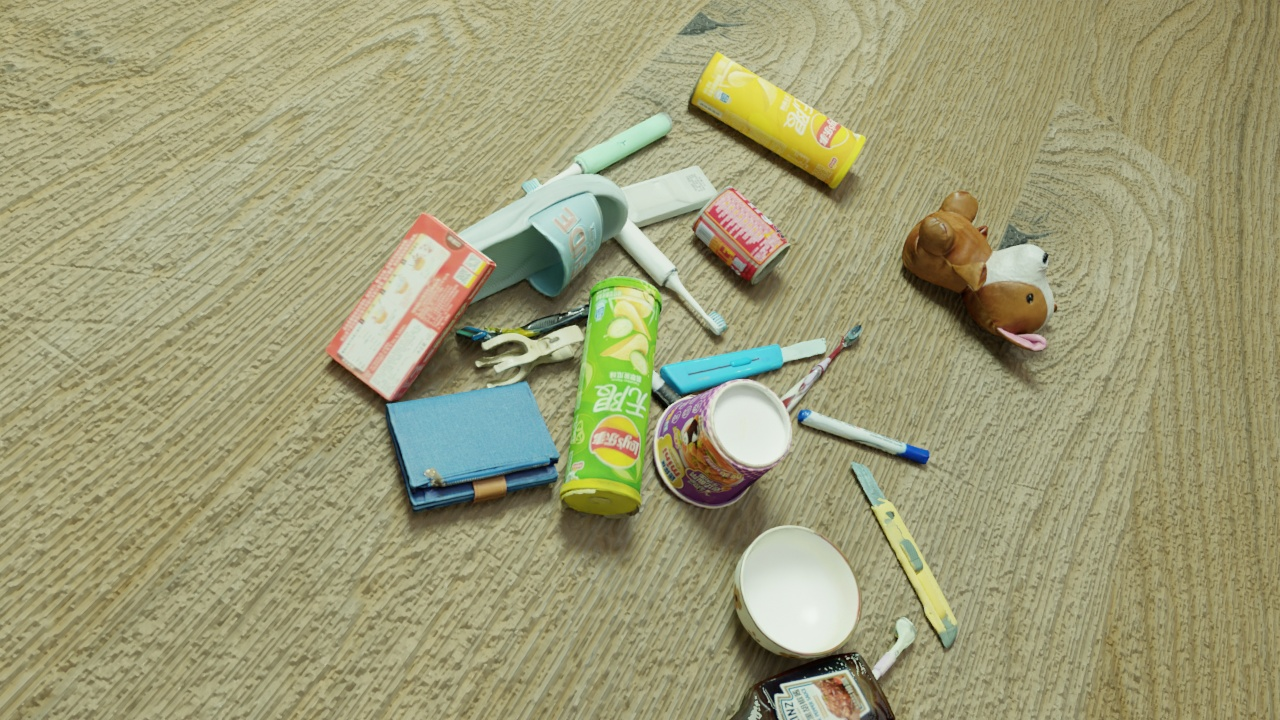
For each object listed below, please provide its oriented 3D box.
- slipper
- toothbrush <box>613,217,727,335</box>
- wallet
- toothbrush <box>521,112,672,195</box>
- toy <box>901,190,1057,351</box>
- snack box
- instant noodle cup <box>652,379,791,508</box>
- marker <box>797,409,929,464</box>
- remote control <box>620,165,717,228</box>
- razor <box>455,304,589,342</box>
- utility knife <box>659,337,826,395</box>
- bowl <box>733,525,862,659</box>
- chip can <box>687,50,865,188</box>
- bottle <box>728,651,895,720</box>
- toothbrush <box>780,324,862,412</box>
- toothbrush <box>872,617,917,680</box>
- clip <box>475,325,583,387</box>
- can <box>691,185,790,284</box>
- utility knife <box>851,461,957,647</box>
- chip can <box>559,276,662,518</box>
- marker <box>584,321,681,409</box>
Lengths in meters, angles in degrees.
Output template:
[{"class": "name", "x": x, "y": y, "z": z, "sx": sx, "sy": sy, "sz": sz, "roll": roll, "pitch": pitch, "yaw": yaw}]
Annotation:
[{"class": "slipper", "x": -0.104, "y": -0.103, "z": 0.885, "sx": 0.244, "sy": 0.104, "sz": 0.074, "roll": -31, "pitch": 68, "yaw": -27}, {"class": "toothbrush", "x": 0.011, "y": -0.108, "z": 0.975, "sx": 0.026, "sy": 0.027, "sz": 0.221, "roll": -40, "pitch": 78, "yaw": -16}, {"class": "wallet", "x": -0.146, "y": 0.073, "z": 0.801, "sx": 0.132, "sy": 0.040, "sz": 0.106, "roll": -10, "pitch": 55, "yaw": -25}, {"class": "toothbrush", "x": -0.045, "y": -0.228, "z": 1.028, "sx": 0.223, "sy": 0.027, "sz": 0.027, "roll": -36, "pitch": 99, "yaw": -33}, {"class": "toy", "x": 0.408, "y": -0.104, "z": 1.071, "sx": 0.199, "sy": 0.131, "sz": 0.139, "roll": 48, "pitch": 50, "yaw": 0}, {"class": "snack box", "x": -0.201, "y": -0.046, "z": 0.803, "sx": 0.075, "sy": 0.025, "sz": 0.153, "roll": 37, "pitch": 95, "yaw": 4}, {"class": "instant noodle cup", "x": 0.078, "y": 0.071, "z": 0.838, "sx": 0.111, "sy": 0.099, "sz": 0.111, "roll": 7, "pitch": 68, "yaw": -18}, {"class": "marker", "x": 0.231, "y": 0.079, "z": 0.950, "sx": 0.145, "sy": 0.017, "sz": 0.016, "roll": 19, "pitch": 55, "yaw": -9}, {"class": "remote control", "x": 0.027, "y": -0.185, "z": 1.030, "sx": 0.124, "sy": 0.024, "sz": 0.049, "roll": -23, "pitch": 71, "yaw": -31}, {"class": "razor", "x": -0.105, "y": -0.033, "z": 0.890, "sx": 0.142, "sy": 0.043, "sz": 0.022, "roll": -16, "pitch": 108, "yaw": -32}, {"class": "utility knife", "x": 0.114, "y": 0.001, "z": 0.954, "sx": 0.206, "sy": 0.018, "sz": 0.034, "roll": -13, "pitch": 65, "yaw": -28}, {"class": "bowl", "x": 0.129, "y": 0.209, "z": 0.805, "sx": 0.113, "sy": 0.062, "sz": 0.113, "roll": 9, "pitch": 56, "yaw": -14}, {"class": "chip can", "x": 0.165, "y": -0.292, "z": 1.119, "sx": 0.213, "sy": 0.072, "sz": 0.071, "roll": 30, "pitch": 54, "yaw": 0}, {"class": "bottle", "x": 0.107, "y": 0.301, "z": 0.742, "sx": 0.194, "sy": 0.044, "sz": 0.079, "roll": -14, "pitch": 56, "yaw": -19}, {"class": "toothbrush", "x": 0.186, "y": 0.014, "z": 0.972, "sx": 0.016, "sy": 0.017, "sz": 0.187, "roll": 44, "pitch": 55, "yaw": 9}, {"class": "toothbrush", "x": 0.184, "y": 0.294, "z": 0.801, "sx": 0.189, "sy": 0.020, "sz": 0.029, "roll": -36, "pitch": 109, "yaw": -32}, {"class": "clip", "x": -0.109, "y": 0.000, "z": 0.871, "sx": 0.104, "sy": 0.081, "sz": 0.034, "roll": -12, "pitch": 62, "yaw": -46}, {"class": "can", "x": 0.111, "y": -0.136, "z": 1.004, "sx": 0.094, "sy": 0.067, "sz": 0.066, "roll": 45, "pitch": 56, "yaw": 10}, {"class": "utility knife", "x": 0.257, "y": 0.185, "z": 0.900, "sx": 0.030, "sy": 0.020, "sz": 0.194, "roll": -11, "pitch": 60, "yaw": -32}, {"class": "chip can", "x": -0.024, "y": 0.028, "z": 0.838, "sx": 0.072, "sy": 0.073, "sz": 0.220, "roll": 13, "pitch": 63, "yaw": -13}, {"class": "marker", "x": -0.005, "y": 0.005, "z": 0.905, "sx": 0.130, "sy": 0.018, "sz": 0.022, "roll": 43, "pitch": 49, "yaw": 7}]
